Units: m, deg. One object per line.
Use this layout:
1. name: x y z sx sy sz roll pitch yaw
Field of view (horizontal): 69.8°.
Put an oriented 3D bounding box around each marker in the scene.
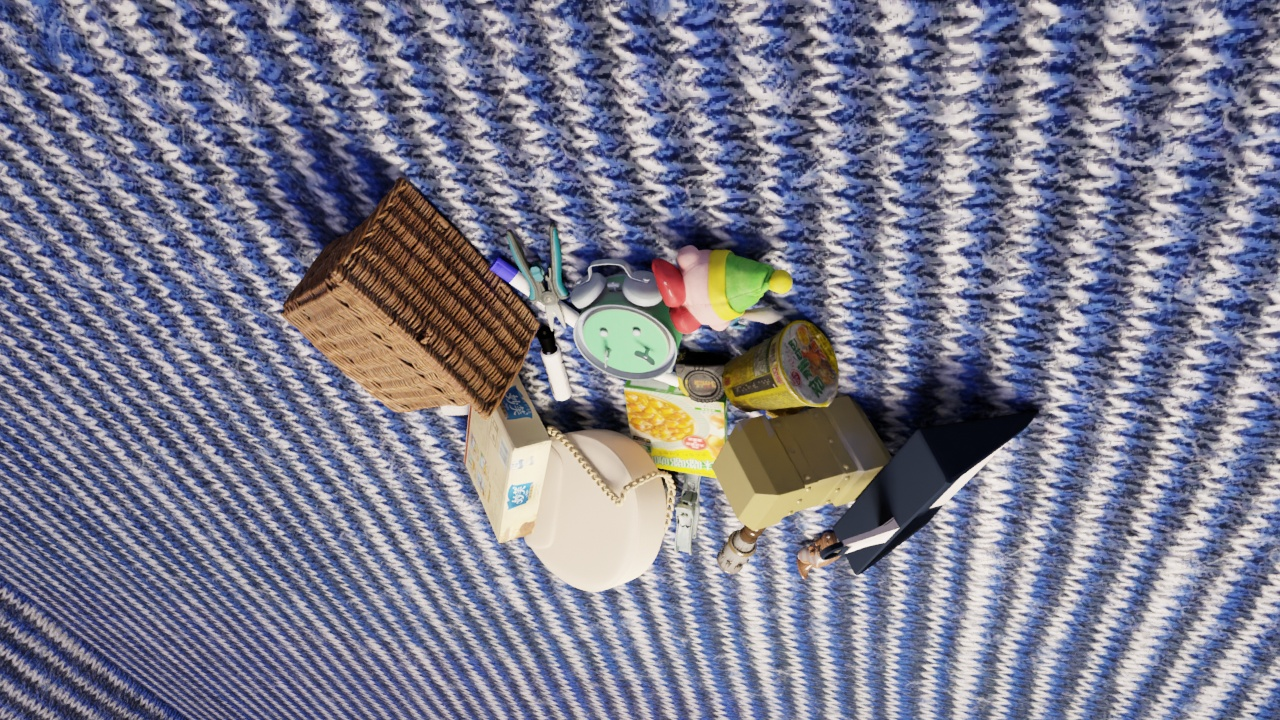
1. marker: -0.112 0.003 1.184 0.025 0.025 0.126 6 138 15
2. marker: -0.007 0.007 1.155 0.133 0.017 0.020 19 177 0
3. marker: -0.117 -0.076 1.099 0.141 0.020 0.020 35 137 -19

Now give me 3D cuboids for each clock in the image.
1. clock: -0.018 -0.049 1.049 0.122 0.075 0.162 0 136 21

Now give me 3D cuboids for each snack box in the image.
1. snack box: -0.183 0.123 1.233 0.055 0.153 0.208 -12 140 -26
2. snack box: 0.050 0.091 1.220 0.132 0.027 0.168 8 139 13

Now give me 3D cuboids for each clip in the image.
1. clip: 0.189 0.064 1.148 0.053 0.035 0.046 27 158 -8
2. clip: 0.072 0.214 1.341 0.028 0.107 0.163 10 144 9

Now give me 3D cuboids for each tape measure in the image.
1. tape measure: 0.079 0.019 1.122 0.067 0.038 0.063 3 130 14
2. tape measure: 0.016 0.181 1.325 0.071 0.042 0.073 27 135 -11

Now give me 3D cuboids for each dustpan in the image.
1. dustpan: 0.314 0.171 1.068 0.272 0.080 0.237 -6 145 -21

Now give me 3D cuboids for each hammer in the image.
1. hammer: 0.161 0.192 1.177 0.190 0.100 0.326 -11 147 -24

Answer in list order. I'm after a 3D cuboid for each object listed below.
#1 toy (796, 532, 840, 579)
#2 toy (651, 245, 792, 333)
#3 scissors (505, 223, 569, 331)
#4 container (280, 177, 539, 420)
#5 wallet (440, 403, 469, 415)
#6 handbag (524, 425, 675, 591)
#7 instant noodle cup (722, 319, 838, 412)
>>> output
1. toy: 0.264 0.285 1.351 0.054 0.041 0.102 21 137 -39
2. toy: 0.092 -0.070 0.978 0.131 0.096 0.124 -21 122 4
3. scissors: -0.113 -0.100 1.059 0.149 0.019 0.123 37 123 -24
4. container: -0.281 -0.052 1.087 0.184 0.161 0.250 -15 129 38
5. wallet: -0.240 0.030 1.262 0.086 0.032 0.116 4 138 1
6. handbag: -0.069 0.201 1.248 0.209 0.103 0.211 16 103 37
7. instant noodle cup: 0.156 0.017 1.051 0.102 0.102 0.108 39 145 -23
